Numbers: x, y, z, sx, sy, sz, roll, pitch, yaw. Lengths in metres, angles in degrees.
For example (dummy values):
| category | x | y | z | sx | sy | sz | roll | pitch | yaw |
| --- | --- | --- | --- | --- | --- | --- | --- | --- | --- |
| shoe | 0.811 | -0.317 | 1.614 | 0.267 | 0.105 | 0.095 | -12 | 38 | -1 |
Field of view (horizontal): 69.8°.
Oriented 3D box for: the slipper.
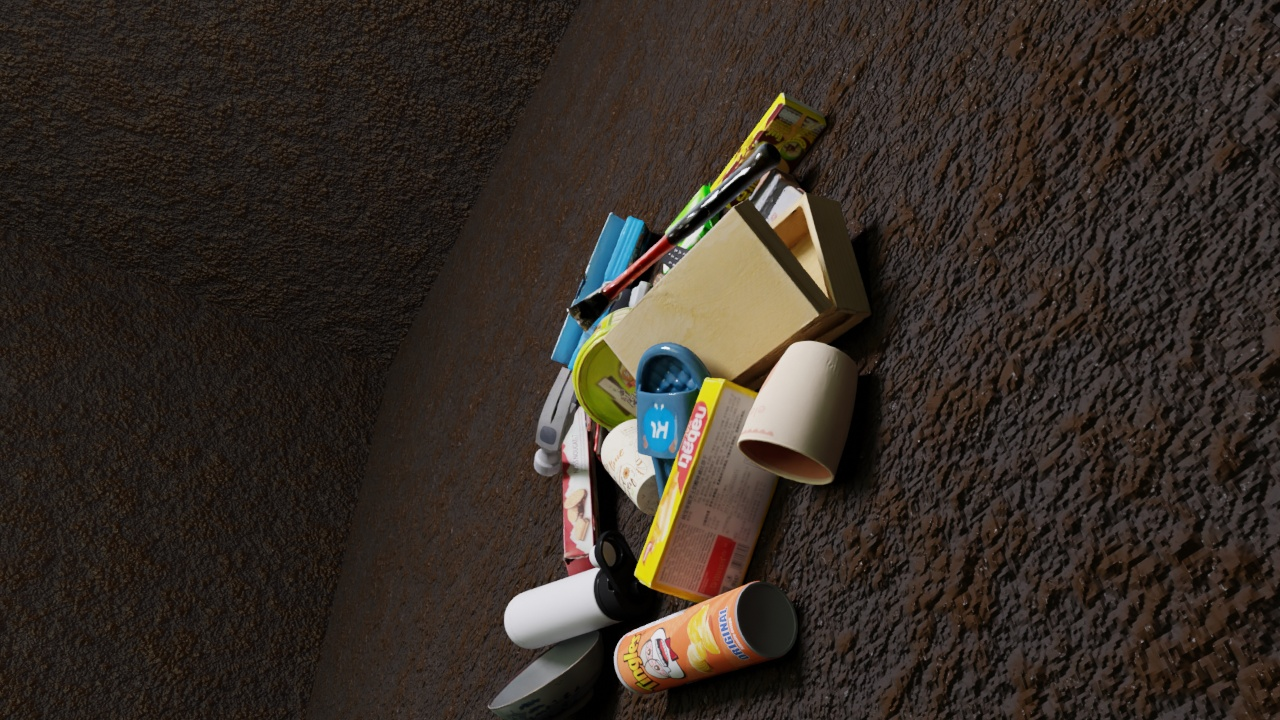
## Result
| category | x | y | z | sx | sy | sz | roll | pitch | yaw |
| --- | --- | --- | --- | --- | --- | --- | --- | --- | --- |
| slipper | 0.032 | 0.086 | 0.914 | 0.104 | 0.059 | 0.214 | 6 | 109 | 49 |

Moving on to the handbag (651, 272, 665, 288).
| category | x | y | z | sx | sy | sz | roll | pitch | yaw |
| --- | --- | --- | --- | --- | --- | --- | --- | --- | --- |
| handbag | 0.024 | -0.016 | 1.207 | 0.093 | 0.043 | 0.196 | -126 | 51 | -61 |

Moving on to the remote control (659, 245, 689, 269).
| category | x | y | z | sx | sy | sz | roll | pitch | yaw |
| --- | --- | --- | --- | --- | --- | --- | --- | --- | --- |
| remote control | 0.063 | -0.120 | 1.166 | 0.125 | 0.010 | 0.039 | 37 | 107 | 46 |

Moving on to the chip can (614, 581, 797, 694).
| category | x | y | z | sx | sy | sz | roll | pitch | yaw |
| --- | --- | --- | --- | --- | --- | --- | --- | --- | --- |
| chip can | 0.052 | 0.253 | 0.823 | 0.211 | 0.062 | 0.062 | -41 | 34 | 50 |

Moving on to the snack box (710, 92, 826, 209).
| category | x | y | z | sx | sy | sz | roll | pitch | yaw |
| --- | --- | --- | --- | --- | --- | --- | --- | --- | --- |
| snack box | 0.146 | -0.234 | 1.062 | 0.149 | 0.061 | 0.025 | -51 | 28 | 38 |

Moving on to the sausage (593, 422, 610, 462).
| category | x | y | z | sx | sy | sz | roll | pitch | yaw |
| --- | --- | --- | --- | --- | --- | --- | --- | --- | --- |
| sausage | -0.036 | 0.062 | 1.225 | 0.040 | 0.040 | 0.155 | -26 | 54 | 60 |

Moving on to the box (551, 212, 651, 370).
| category | x | y | z | sx | sy | sz | roll | pitch | yaw |
| --- | --- | --- | --- | --- | --- | --- | --- | --- | --- |
| box | -0.059 | -0.099 | 1.389 | 0.091 | 0.066 | 0.243 | 14 | -82 | -83 |

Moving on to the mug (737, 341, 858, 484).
| category | x | y | z | sx | sy | sz | roll | pitch | yaw |
| --- | --- | --- | --- | --- | --- | --- | --- | --- | --- |
| mug | 0.141 | 0.047 | 0.798 | 0.111 | 0.085 | 0.104 | 86 | -153 | -68 |

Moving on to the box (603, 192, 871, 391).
| category | x | y | z | sx | sy | sz | roll | pitch | yaw |
| --- | --- | --- | --- | --- | --- | --- | --- | --- | --- |
| box | 0.091 | -0.042 | 0.904 | 0.249 | 0.148 | 0.140 | -42 | 62 | 49 |

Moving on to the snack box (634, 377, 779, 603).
| category | x | y | z | sx | sy | sz | roll | pitch | yaw |
| --- | --- | --- | --- | --- | --- | --- | --- | --- | --- |
| snack box | 0.073 | 0.124 | 0.854 | 0.042 | 0.092 | 0.200 | 9 | 78 | 69 |

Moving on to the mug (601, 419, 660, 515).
| category | x | y | z | sx | sy | sz | roll | pitch | yaw |
| --- | --- | --- | --- | --- | --- | --- | --- | --- | --- |
| mug | 0.023 | 0.112 | 1.041 | 0.122 | 0.081 | 0.097 | -39 | 33 | 2 |

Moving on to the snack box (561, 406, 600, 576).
| category | x | y | z | sx | sy | sz | roll | pitch | yaw |
| --- | --- | --- | --- | --- | --- | --- | --- | --- | --- |
| snack box | -0.076 | 0.174 | 1.200 | 0.272 | 0.044 | 0.077 | -97 | -2 | -53 |

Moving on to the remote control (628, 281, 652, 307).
| category | x | y | z | sx | sy | sz | roll | pitch | yaw |
| --- | --- | --- | --- | --- | --- | --- | --- | --- | --- |
| remote control | -0.001 | -0.083 | 1.258 | 0.133 | 0.022 | 0.050 | -58 | -19 | -86 |

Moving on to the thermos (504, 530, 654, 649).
| category | x | y | z | sx | sy | sz | roll | pitch | yaw |
| --- | --- | --- | --- | --- | --- | --- | --- | --- | --- |
| thermos | -0.080 | 0.267 | 1.052 | 0.231 | 0.101 | 0.068 | -31 | 6 | 43 |

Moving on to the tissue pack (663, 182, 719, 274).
| category | x | y | z | sx | sy | sz | roll | pitch | yaw |
| --- | --- | --- | --- | --- | --- | --- | --- | --- | --- |
| tissue pack | 0.069 | -0.168 | 1.227 | 0.114 | 0.034 | 0.099 | -47 | 28 | 40 |

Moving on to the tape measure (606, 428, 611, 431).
| category | x | y | z | sx | sy | sz | roll | pitch | yaw |
| --- | --- | --- | --- | --- | --- | --- | --- | --- | --- |
| tape measure | -0.020 | 0.065 | 1.176 | 0.017 | 0.064 | 0.064 | -45 | 36 | 47 |

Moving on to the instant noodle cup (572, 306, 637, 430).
| category | x | y | z | sx | sy | sz | roll | pitch | yaw |
| --- | --- | --- | --- | --- | --- | --- | --- | --- | --- |
| instant noodle cup | -0.007 | 0.006 | 1.102 | 0.146 | 0.146 | 0.097 | -59 | 13 | 23 |

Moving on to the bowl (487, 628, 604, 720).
| category | x | y | z | sx | sy | sz | roll | pitch | yaw |
| --- | --- | --- | --- | --- | --- | --- | --- | --- | --- |
| bowl | -0.094 | 0.369 | 1.035 | 0.150 | 0.057 | 0.150 | -32 | 0 | 0 |

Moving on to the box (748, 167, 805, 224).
| category | x | y | z | sx | sy | sz | roll | pitch | yaw |
| --- | --- | --- | --- | --- | --- | --- | --- | --- | --- |
| box | 0.121 | -0.102 | 1.031 | 0.217 | 0.063 | 0.157 | -59 | 34 | 22 |

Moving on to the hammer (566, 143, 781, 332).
| category | x | y | z | sx | sy | sz | roll | pitch | yaw |
| --- | --- | --- | --- | --- | --- | --- | --- | --- | --- |
| hammer | 0.034 | -0.141 | 1.083 | 0.327 | 0.036 | 0.140 | -38 | 5 | 33 |

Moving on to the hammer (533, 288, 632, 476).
| category | x | y | z | sx | sy | sz | roll | pitch | yaw |
| --- | --- | --- | --- | --- | --- | --- | --- | --- | --- |
| hammer | -0.065 | 0.006 | 1.247 | 0.311 | 0.035 | 0.140 | -62 | -12 | -47 |
